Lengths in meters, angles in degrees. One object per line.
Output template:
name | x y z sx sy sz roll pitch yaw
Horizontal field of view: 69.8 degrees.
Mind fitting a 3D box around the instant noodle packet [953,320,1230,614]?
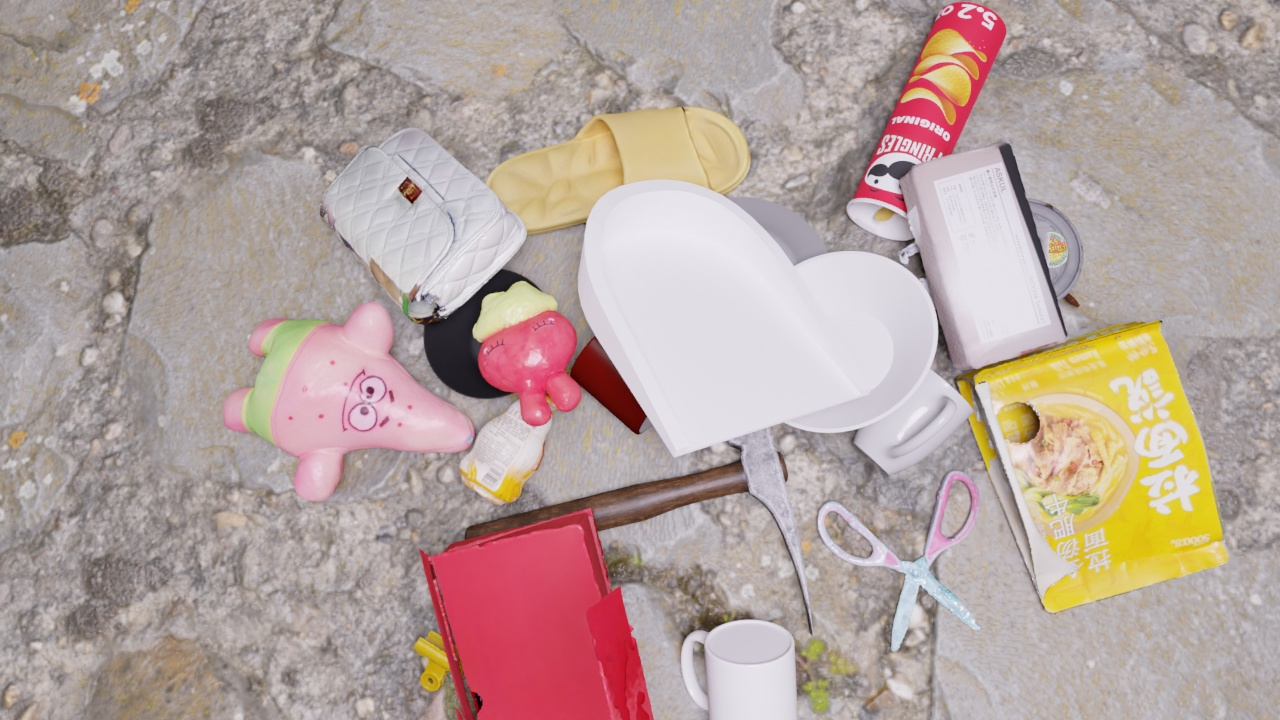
instant noodle packet | 0.393 0.091 0.792 0.163 0.084 0.221 -18 84 3

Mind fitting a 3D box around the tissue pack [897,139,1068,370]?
tissue pack | 0.287 -0.088 0.796 0.104 0.071 0.181 -17 91 -1

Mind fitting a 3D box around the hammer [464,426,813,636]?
hammer | -0.005 0.169 0.829 0.300 0.037 0.217 -14 78 3

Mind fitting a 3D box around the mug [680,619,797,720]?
mug | 0.079 0.272 0.775 0.111 0.073 0.090 8 107 43

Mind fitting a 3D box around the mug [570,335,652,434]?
mug | -0.005 0.005 0.828 0.082 0.106 0.073 41 51 12

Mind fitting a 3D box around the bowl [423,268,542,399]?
bowl | -0.137 -0.020 0.870 0.124 0.052 0.124 -1 78 5

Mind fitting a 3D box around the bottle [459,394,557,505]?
bottle | -0.117 0.077 0.843 0.063 0.063 0.108 32 83 11

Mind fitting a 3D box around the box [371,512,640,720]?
box | -0.147 0.256 0.880 0.147 0.375 0.213 -16 93 -31

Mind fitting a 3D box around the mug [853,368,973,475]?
mug | 0.235 0.056 0.794 0.071 0.107 0.089 43 93 -2

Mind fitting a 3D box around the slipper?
slipper | -0.027 -0.190 0.883 0.263 0.078 0.099 -15 76 3

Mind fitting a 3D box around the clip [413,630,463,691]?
clip | -0.181 0.274 0.831 0.054 0.046 0.048 27 48 9

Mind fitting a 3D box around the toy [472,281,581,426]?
toy | -0.099 -0.006 0.812 0.091 0.045 0.135 -22 71 2

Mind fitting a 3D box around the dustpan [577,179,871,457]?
dustpan | 0.054 -0.056 0.784 0.191 0.053 0.257 -15 52 -25

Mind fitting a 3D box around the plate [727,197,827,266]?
plate | 0.096 -0.075 0.881 0.178 0.012 0.178 -1 78 5

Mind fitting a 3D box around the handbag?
handbag | -0.210 -0.134 0.860 0.138 0.072 0.195 -45 56 -6

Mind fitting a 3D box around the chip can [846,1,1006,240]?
chip can | 0.271 -0.226 0.867 0.069 0.069 0.220 25 81 10

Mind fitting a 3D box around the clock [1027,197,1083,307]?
clock | 0.340 -0.106 0.843 0.104 0.056 0.147 -21 79 2

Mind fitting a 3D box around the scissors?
scissors | 0.233 0.170 0.819 0.175 0.013 0.170 19 84 7

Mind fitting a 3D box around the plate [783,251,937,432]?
plate | 0.179 -0.012 0.822 0.174 0.036 0.173 -11 63 22

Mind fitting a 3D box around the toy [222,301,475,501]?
toy | -0.268 0.039 0.853 0.237 0.097 0.192 17 89 1
